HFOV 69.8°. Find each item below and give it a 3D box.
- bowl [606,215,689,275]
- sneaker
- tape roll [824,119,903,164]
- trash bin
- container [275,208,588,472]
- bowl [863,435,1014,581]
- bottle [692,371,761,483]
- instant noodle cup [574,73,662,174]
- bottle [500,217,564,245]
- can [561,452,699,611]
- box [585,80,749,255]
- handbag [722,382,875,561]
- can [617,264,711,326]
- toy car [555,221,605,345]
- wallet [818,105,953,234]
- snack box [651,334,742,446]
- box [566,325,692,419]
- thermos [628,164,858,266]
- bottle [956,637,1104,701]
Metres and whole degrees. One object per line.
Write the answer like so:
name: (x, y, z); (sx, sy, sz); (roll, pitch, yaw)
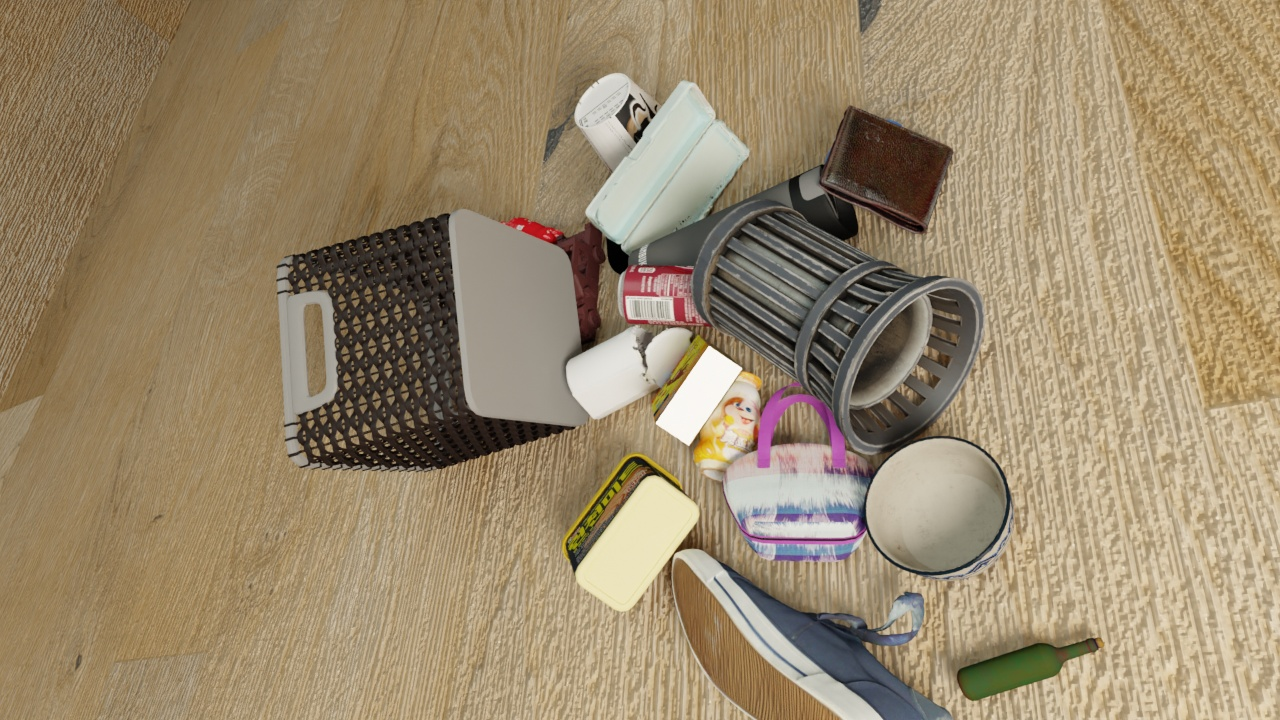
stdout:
bowl: (-0.006, -0.171, 1.143); (0.124, 0.052, 0.123); (-20, 52, 28)
sneaker: (0.136, 0.231, 0.760); (0.295, 0.127, 0.121); (29, 126, 53)
tape roll: (0.247, -0.220, 0.997); (0.093, 0.016, 0.091); (23, 79, 45)
trash bin: (0.165, -0.045, 0.838); (0.164, 0.164, 0.227); (-50, 46, 1)
container: (-0.229, -0.015, 1.053); (0.244, 0.245, 0.247); (-14, 77, 27)
bowl: (0.247, 0.126, 0.743); (0.116, 0.059, 0.115); (-20, 52, 28)
bottle: (0.092, 0.065, 0.908); (0.063, 0.063, 0.108); (-2, 61, 38)
instant noodle cup: (-0.015, -0.295, 1.181); (0.124, 0.121, 0.123); (-20, 52, 28)
bottle: (-0.155, -0.173, 1.273); (0.142, 0.042, 0.042); (26, 81, 46)
can: (-0.011, 0.164, 0.887); (0.130, 0.072, 0.101); (-53, 11, -2)
box: (0.032, -0.213, 1.081); (0.197, 0.136, 0.043); (-54, 40, -2)
handbag: (0.148, 0.093, 0.840); (0.145, 0.068, 0.169); (-1, 49, 10)
can: (0.037, -0.069, 0.972); (0.114, 0.063, 0.063); (3, 62, 14)
toy car: (-0.088, -0.100, 1.157); (0.070, 0.062, 0.169); (-18, 53, 30)
wallet: (0.248, -0.193, 0.922); (0.031, 0.120, 0.099); (122, 171, -72)
snack box: (0.054, 0.026, 0.919); (0.088, 0.040, 0.125); (-56, 4, 5)
box: (-0.004, 0.007, 1.011); (0.161, 0.081, 0.091); (-29, 25, 20)
thermos: (0.109, -0.128, 1.003); (0.241, 0.082, 0.082); (-21, 51, 27)
bottle: (0.286, 0.223, 0.674); (0.106, 0.025, 0.025); (-28, 49, 22)
